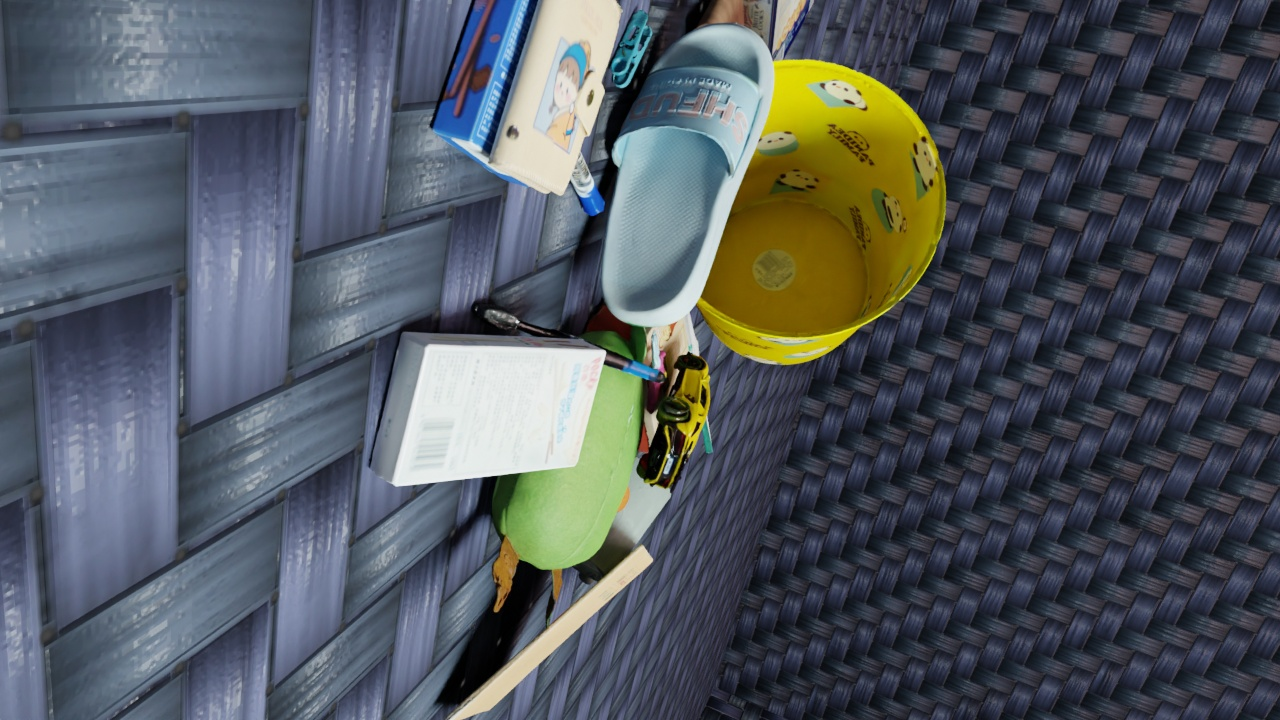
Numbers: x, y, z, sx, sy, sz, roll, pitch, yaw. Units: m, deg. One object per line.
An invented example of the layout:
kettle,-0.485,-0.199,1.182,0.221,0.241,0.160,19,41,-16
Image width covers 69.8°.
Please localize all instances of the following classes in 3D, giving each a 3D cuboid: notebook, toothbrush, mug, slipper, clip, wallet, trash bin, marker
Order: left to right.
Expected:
notebook,-0.071,0.239,0.807,0.207,0.008,0.148,-41,165,-8
wallet,-0.044,-0.152,0.503,0.087,0.024,0.115,8,99,-70
marker,-0.047,-0.137,0.621,0.146,0.017,0.017,60,50,-70
toothbrush,-0.041,-0.008,0.639,0.189,0.016,0.014,21,87,-46
mug,-0.032,0.155,0.878,0.103,0.084,0.124,-53,158,-24
clip,-0.007,-0.224,0.664,0.043,0.014,0.056,59,53,-70
slipper,0.024,-0.145,0.683,0.074,0.104,0.245,40,64,-66
notebook,0.062,0.005,1.038,0.209,0.012,0.150,71,10,-66
wallet,0.077,-0.275,0.828,0.115,0.020,0.101,76,28,-45
trash bin,0.135,-0.107,0.838,0.255,0.230,0.229,57,54,-78

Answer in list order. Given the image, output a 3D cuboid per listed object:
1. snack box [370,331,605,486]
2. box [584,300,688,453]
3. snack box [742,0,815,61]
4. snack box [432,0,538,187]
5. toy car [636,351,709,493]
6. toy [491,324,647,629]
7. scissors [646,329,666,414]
snack box,-0.088,0.028,0.567,0.156,0.027,0.085,1,108,-54
box,-0.005,0.005,0.854,0.091,0.077,0.168,-59,155,-34
snack box,0.140,-0.391,0.910,0.183,0.046,0.177,86,27,-55
snack box,-0.060,-0.182,0.502,0.084,0.026,0.157,16,92,-75
toy car,0.033,0.046,0.769,0.155,0.041,0.071,-69,178,-61
toy,-0.057,0.083,0.718,0.246,0.090,0.227,-69,153,-19
scissors,0.012,0.002,0.731,0.133,0.017,0.057,84,17,-70
